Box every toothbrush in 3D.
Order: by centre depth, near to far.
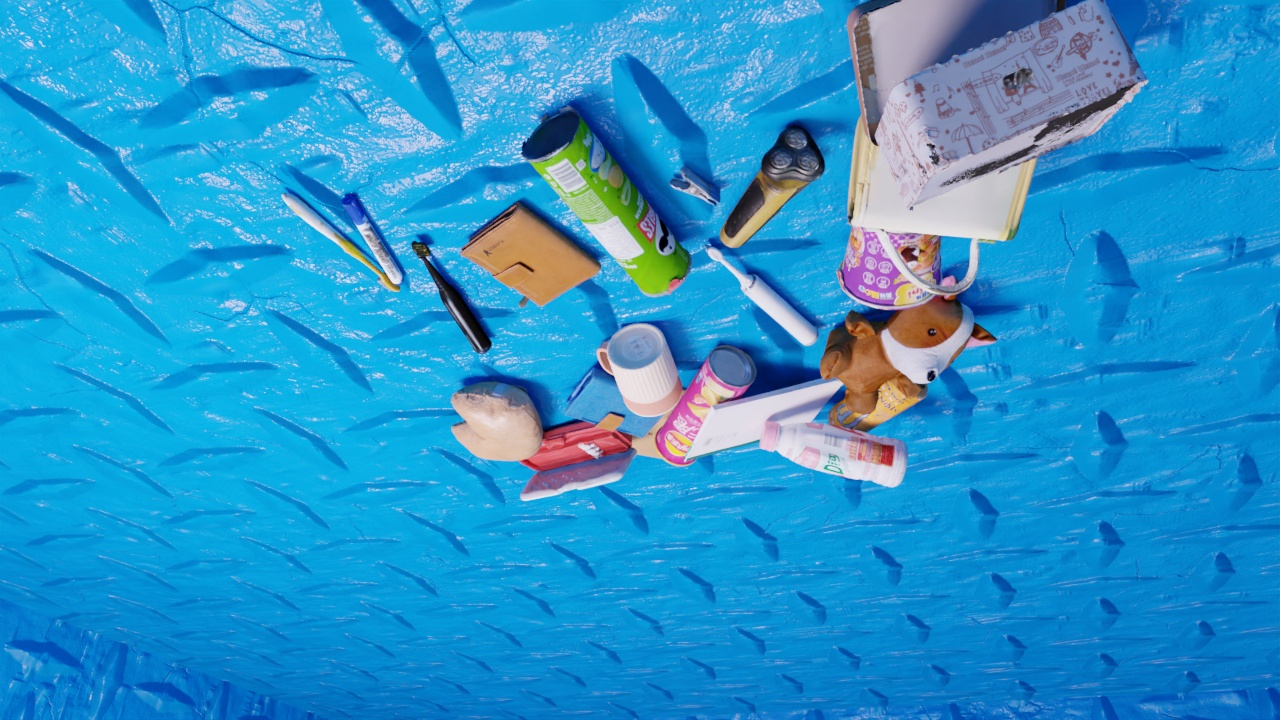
[{"bbox_3d":[-0.352,-0.136,1.083,0.018,0.016,0.191,-7,146,30],"label":"toothbrush"},{"bbox_3d":[0.148,-0.079,1.113,0.221,0.026,0.027,35,97,-38],"label":"toothbrush"},{"bbox_3d":[-0.236,-0.078,1.150,0.027,0.026,0.213,6,148,20],"label":"toothbrush"}]

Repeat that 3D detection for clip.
[{"bbox_3d":[0.059,-0.182,0.971,0.056,0.024,0.028,22,138,-20],"label":"clip"}]

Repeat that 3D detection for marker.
[{"bbox_3d":[-0.311,-0.138,1.075,0.017,0.016,0.146,-4,146,10],"label":"marker"}]

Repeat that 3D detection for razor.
[{"bbox_3d":[0.129,-0.172,0.956,0.067,0.062,0.168,-17,163,-30],"label":"razor"}]

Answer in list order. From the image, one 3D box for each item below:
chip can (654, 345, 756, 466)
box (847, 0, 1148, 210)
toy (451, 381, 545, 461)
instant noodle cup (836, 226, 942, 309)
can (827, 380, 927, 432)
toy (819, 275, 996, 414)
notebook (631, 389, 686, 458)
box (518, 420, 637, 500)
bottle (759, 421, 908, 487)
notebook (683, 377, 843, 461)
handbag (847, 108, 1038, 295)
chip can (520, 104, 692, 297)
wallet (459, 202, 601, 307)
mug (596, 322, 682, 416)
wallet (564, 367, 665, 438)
[{"bbox_3d":[0.087,0.067,1.283,0.071,0.071,0.211,13,141,-14],"label":"chip can"},{"bbox_3d":[0.277,-0.244,0.757,0.182,0.168,0.150,-23,174,4],"label":"box"},{"bbox_3d":[-0.215,0.110,1.386,0.143,0.082,0.226,21,147,2],"label":"toy"},{"bbox_3d":[0.269,-0.124,0.972,0.111,0.111,0.099,-1,139,6],"label":"instant noodle cup"},{"bbox_3d":[0.327,0.058,1.273,0.058,0.058,0.146,20,143,-23],"label":"can"},{"bbox_3d":[0.320,-0.016,1.120,0.200,0.130,0.140,-28,130,24],"label":"toy"},{"bbox_3d":[0.003,0.092,1.397,0.147,0.008,0.208,10,145,-9],"label":"notebook"},{"bbox_3d":[-0.107,0.163,1.419,0.202,0.099,0.095,-17,139,32],"label":"box"},{"bbox_3d":[0.265,0.124,1.272,0.197,0.068,0.068,12,146,2],"label":"bottle"},{"bbox_3d":[0.172,0.082,1.289,0.208,0.012,0.151,-12,151,-22],"label":"notebook"},{"bbox_3d":[0.281,-0.154,0.886,0.163,0.063,0.179,5,108,-2],"label":"handbag"},{"bbox_3d":[-0.030,-0.160,0.968,0.072,0.072,0.236,-16,141,26],"label":"chip can"},{"bbox_3d":[-0.133,-0.119,1.078,0.119,0.035,0.130,-31,133,32],"label":"wallet"},{"bbox_3d":[-0.007,0.007,1.220,0.115,0.081,0.106,22,153,28],"label":"mug"},{"bbox_3d":[-0.031,0.063,1.317,0.133,0.040,0.107,19,138,-21],"label":"wallet"}]
